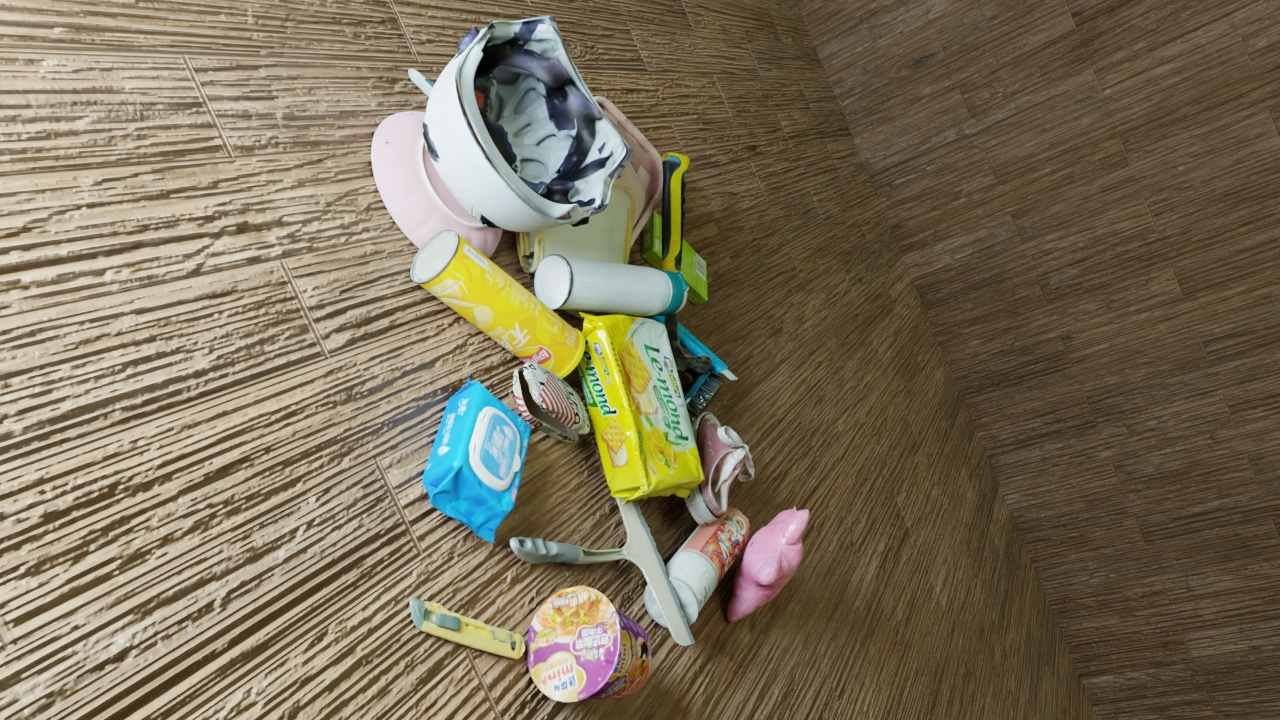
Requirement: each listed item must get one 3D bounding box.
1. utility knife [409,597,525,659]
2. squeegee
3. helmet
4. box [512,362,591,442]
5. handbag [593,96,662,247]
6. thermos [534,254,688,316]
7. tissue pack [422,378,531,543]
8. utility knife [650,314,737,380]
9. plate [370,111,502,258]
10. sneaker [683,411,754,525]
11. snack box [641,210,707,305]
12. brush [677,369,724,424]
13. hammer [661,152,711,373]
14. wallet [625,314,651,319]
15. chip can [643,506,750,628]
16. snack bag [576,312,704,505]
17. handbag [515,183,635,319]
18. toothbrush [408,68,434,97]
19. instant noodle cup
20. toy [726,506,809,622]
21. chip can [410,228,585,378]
[{"bbox_3d":[-0.162,0.255,0.868,0.151,0.018,0.030,40,45,-47],"label":"utility knife"},{"bbox_3d":[-0.066,0.214,1.023,0.246,0.039,0.246,16,43,-52],"label":"squeegee"},{"bbox_3d":[-0.144,-0.240,1.004,0.229,0.146,0.257,54,40,-21],"label":"helmet"},{"bbox_3d":[-0.093,0.047,1.039,0.164,0.064,0.074,43,47,-68],"label":"box"},{"bbox_3d":[-0.061,-0.237,1.304,0.193,0.094,0.233,40,51,-40],"label":"handbag"},{"bbox_3d":[-0.030,-0.091,1.176,0.223,0.073,0.073,1,70,-46],"label":"thermos"},{"bbox_3d":[-0.161,0.099,0.928,0.095,0.052,0.156,46,36,-34],"label":"tissue pack"},{"bbox_3d":[0.080,-0.023,1.374,0.166,0.018,0.034,40,32,2],"label":"utility knife"},{"bbox_3d":[-0.218,-0.200,1.044,0.192,0.039,0.192,37,42,-42],"label":"plate"},{"bbox_3d":[0.113,0.139,1.290,0.118,0.088,0.240,57,17,-18],"label":"sneaker"},{"bbox_3d":[0.057,-0.164,1.485,0.156,0.026,0.085,38,41,-42],"label":"snack box"},{"bbox_3d":[0.071,0.043,1.349,0.073,0.055,0.143,43,32,-1],"label":"brush"},{"bbox_3d":[0.044,-0.144,1.334,0.126,0.032,0.323,5,82,-28],"label":"hammer"},{"bbox_3d":[-0.007,0.007,1.248,0.118,0.035,0.130,-41,107,-40],"label":"wallet"},{"bbox_3d":[0.079,0.264,1.198,0.071,0.071,0.214,65,29,-5],"label":"chip can"},{"bbox_3d":[-0.005,0.058,1.144,0.157,0.068,0.246,1,73,-60],"label":"snack bag"},{"bbox_3d":[-0.087,-0.142,1.187,0.163,0.063,0.179,-4,102,-44],"label":"handbag"},{"bbox_3d":[-0.215,-0.295,1.137,0.191,0.016,0.018,40,30,-40],"label":"toothbrush"},{"bbox_3d":[-0.044,0.298,0.943,0.099,0.112,0.111,40,40,-50],"label":"instant noodle cup"},{"bbox_3d":[0.180,0.276,1.280,0.074,0.195,0.178,32,52,9],"label":"toy"},{"bbox_3d":[-0.154,-0.058,1.023,0.213,0.072,0.072,40,40,-40],"label":"chip can"}]
